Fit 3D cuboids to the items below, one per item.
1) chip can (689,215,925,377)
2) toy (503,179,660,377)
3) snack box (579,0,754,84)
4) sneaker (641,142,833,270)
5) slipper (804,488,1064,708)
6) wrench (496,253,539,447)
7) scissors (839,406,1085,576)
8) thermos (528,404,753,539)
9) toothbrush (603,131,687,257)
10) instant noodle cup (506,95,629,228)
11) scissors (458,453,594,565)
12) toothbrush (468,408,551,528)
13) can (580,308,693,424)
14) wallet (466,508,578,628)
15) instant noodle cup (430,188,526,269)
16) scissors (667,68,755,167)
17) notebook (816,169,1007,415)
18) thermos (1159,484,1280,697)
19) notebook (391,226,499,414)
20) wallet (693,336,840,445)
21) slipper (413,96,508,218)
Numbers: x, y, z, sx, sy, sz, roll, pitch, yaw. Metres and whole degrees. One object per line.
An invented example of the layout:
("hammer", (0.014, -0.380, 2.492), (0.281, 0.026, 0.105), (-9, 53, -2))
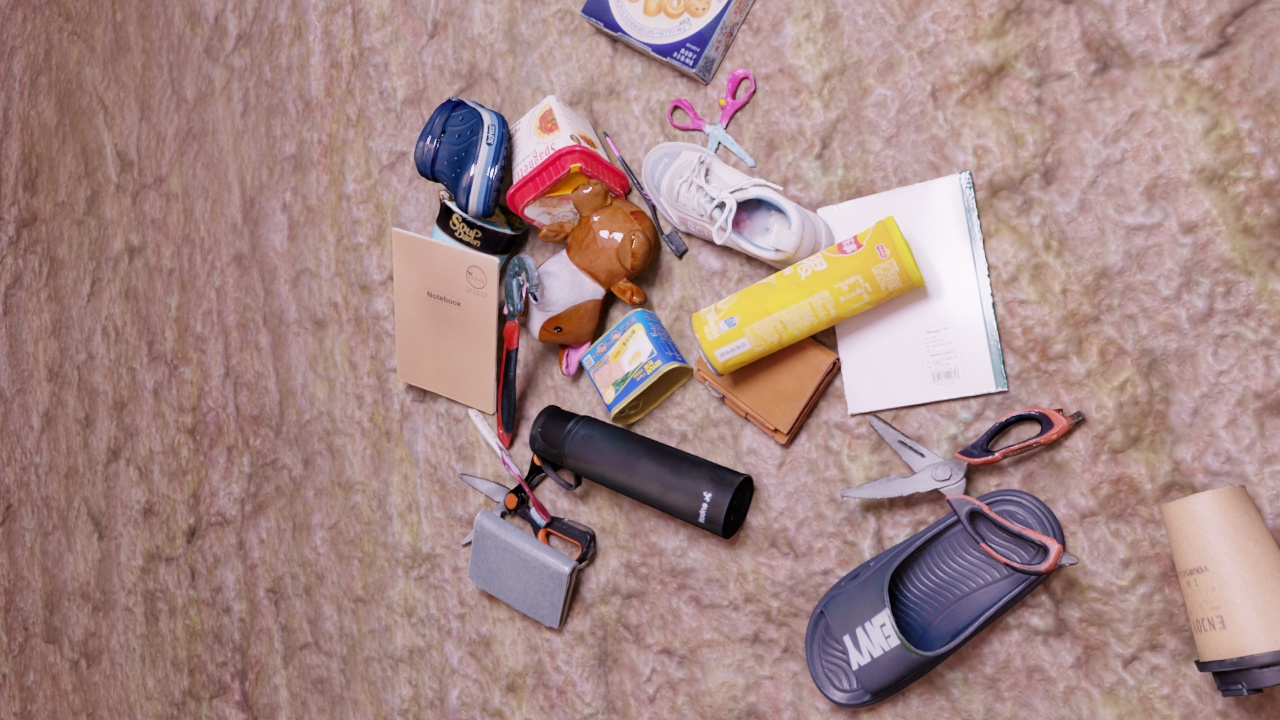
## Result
("chip can", (0.154, -0.057, 0.866), (0.214, 0.072, 0.072), (-26, 72, 19))
("toy", (-0.067, -0.089, 1.010), (0.140, 0.130, 0.200), (52, 120, 18))
("snack box", (0.045, -0.425, 1.013), (0.178, 0.045, 0.183), (36, 104, 28))
("sneaker", (0.077, -0.159, 0.933), (0.242, 0.090, 0.090), (34, 108, 33))
("slipper", (0.244, 0.209, 0.809), (0.269, 0.083, 0.110), (-43, 64, 19))
("wrench", (-0.143, -0.006, 1.025), (0.056, 0.016, 0.274), (53, 143, 37))
("scissors", (0.283, 0.107, 0.802), (0.223, 0.015, 0.188), (-21, 51, 22))
("thermos", (-0.005, 0.121, 0.970), (0.243, 0.068, 0.090), (18, 118, 28))
("toothbrush", (0.003, -0.192, 1.034), (0.018, 0.014, 0.189), (-34, 68, 13))
("instant noodle cup", (-0.091, -0.222, 1.043), (0.117, 0.116, 0.124), (-33, 58, 24))
("scissors", (-0.128, 0.161, 1.076), (0.221, 0.021, 0.232), (39, 104, 33))
("toothbrush", (-0.157, 0.123, 1.080), (0.187, 0.016, 0.017), (49, 118, 30))
("can", (-0.006, 0.006, 0.994), (0.102, 0.057, 0.083), (-41, 64, 21))
("wallet", (-0.134, 0.238, 1.039), (0.130, 0.036, 0.107), (25, 122, 20))
("instant noodle cup", (-0.212, -0.131, 1.109), (0.111, 0.111, 0.121), (39, 113, 28))
("scissors", (0.078, -0.253, 0.995), (0.135, 0.017, 0.133), (22, 100, 28))
("notebook", (0.253, -0.062, 0.869), (0.151, 0.012, 0.209), (-11, 79, 30))
("thermos", (0.448, 0.171, 0.688), (0.093, 0.093, 0.143), (-23, 67, 27))
("notebook", (-0.234, -0.045, 1.094), (0.148, 0.008, 0.208), (18, 122, 19))
("wallet", (0.123, 0.008, 0.929), (0.132, 0.031, 0.108), (38, 105, 33))
("slipper", (-0.216, -0.252, 1.070), (0.252, 0.095, 0.105), (-120, 38, -55))
